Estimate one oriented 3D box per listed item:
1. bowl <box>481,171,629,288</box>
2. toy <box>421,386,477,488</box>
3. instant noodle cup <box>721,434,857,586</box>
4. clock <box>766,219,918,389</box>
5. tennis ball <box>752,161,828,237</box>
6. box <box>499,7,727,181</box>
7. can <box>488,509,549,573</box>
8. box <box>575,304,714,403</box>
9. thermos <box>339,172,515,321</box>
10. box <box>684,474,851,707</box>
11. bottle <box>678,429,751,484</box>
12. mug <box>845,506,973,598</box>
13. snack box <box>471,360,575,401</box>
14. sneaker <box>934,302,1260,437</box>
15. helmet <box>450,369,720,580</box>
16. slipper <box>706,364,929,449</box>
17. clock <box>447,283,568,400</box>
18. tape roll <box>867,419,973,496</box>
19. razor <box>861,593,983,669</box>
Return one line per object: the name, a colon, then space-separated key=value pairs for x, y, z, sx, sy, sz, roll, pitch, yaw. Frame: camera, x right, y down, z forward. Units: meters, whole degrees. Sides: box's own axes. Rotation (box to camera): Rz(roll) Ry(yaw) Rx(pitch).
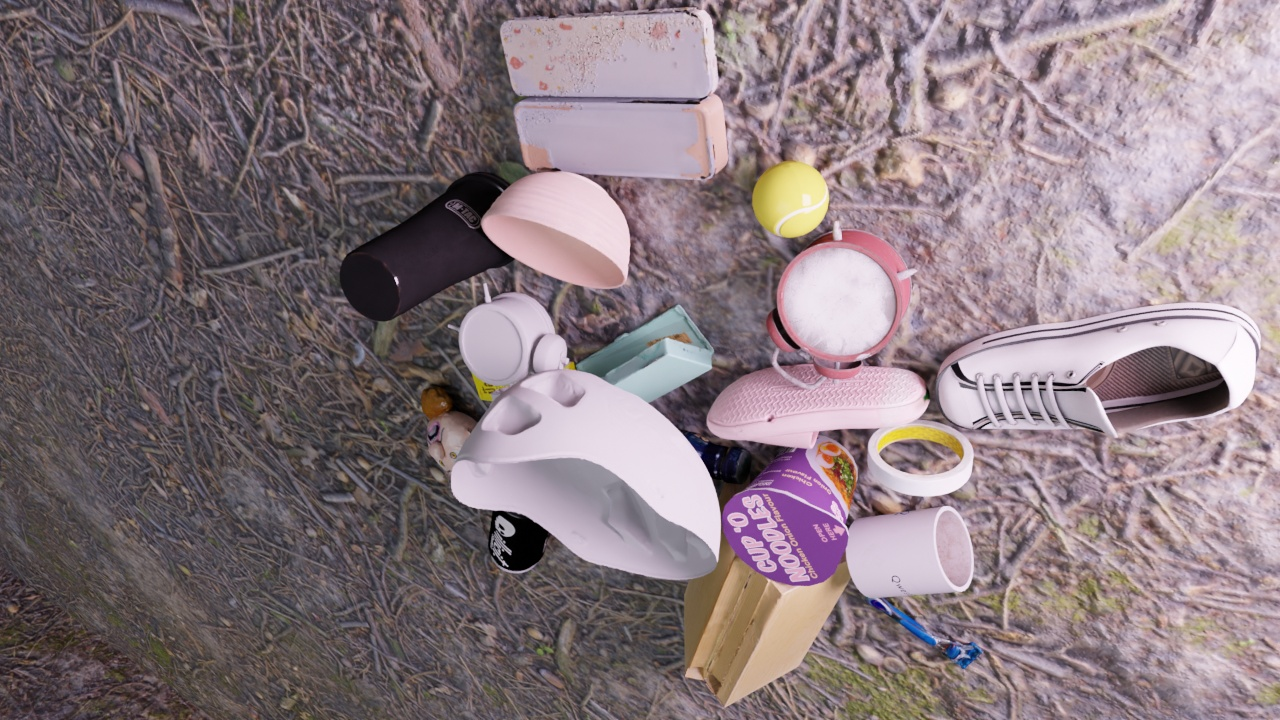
bowl: x=-0.073 y=-0.137 z=0.908 sx=0.153 sy=0.076 sz=0.153 roll=20 pitch=166 yaw=5
toy: x=-0.244 y=0.114 z=1.228 sx=0.133 sy=0.076 sz=0.176 roll=-28 pitch=96 yaw=43
instant noodle cup: x=0.169 y=0.141 z=0.933 sx=0.137 sy=0.121 sz=0.122 roll=-20 pitch=109 yaw=41
clock: x=0.175 y=-0.044 z=0.831 sx=0.110 sy=0.061 sz=0.157 roll=33 pitch=121 yaw=9
tennis ball: x=0.130 y=-0.139 z=0.794 sx=0.065 sy=0.065 sz=0.065 roll=18 pitch=130 yaw=22
box: x=-0.027 y=-0.245 z=0.846 sx=0.217 sy=0.042 sz=0.151 roll=10 pitch=122 yaw=28
can: x=-0.161 y=0.218 z=1.238 sx=0.080 sy=0.080 sz=0.146 roll=29 pitch=135 yaw=13
box: x=-0.005 y=0.002 z=1.017 sx=0.077 sy=0.079 sz=0.189 roll=17 pitch=147 yaw=-35
thermos: x=-0.207 y=-0.115 z=0.937 sx=0.106 sy=0.218 sz=0.106 roll=12 pitch=121 yaw=21
box: x=0.126 y=0.276 z=1.062 sx=0.184 sy=0.141 sz=0.249 roll=31 pitch=134 yaw=20
bottle: x=0.045 y=0.106 z=1.037 sx=0.161 sy=0.056 sz=0.056 roll=8 pitch=126 yaw=29
mug: x=0.285 y=0.204 z=0.942 sx=0.097 sy=0.083 sz=0.119 roll=-18 pitch=139 yaw=41
snack box: x=-0.141 y=0.025 z=1.124 sx=0.149 sy=0.025 sz=0.061 roll=6 pitch=124 yaw=30
sneaker: x=0.356 y=0.027 z=0.742 sx=0.246 sy=0.096 sz=0.091 roll=-9 pitch=116 yaw=37
helmet: x=-0.040 y=0.130 z=0.941 sx=0.282 sy=0.183 sz=0.225 roll=39 pitch=154 yaw=2
slipper: x=0.165 y=0.047 z=0.883 sx=0.222 sy=0.106 sz=0.056 roll=-6 pitch=119 yaw=30
clock: x=-0.142 y=-0.008 z=1.058 sx=0.159 sy=0.060 sz=0.120 roll=50 pitch=119 yaw=7
tape roll: x=0.260 y=0.089 z=0.855 sx=0.094 sy=0.093 sz=0.019 roll=11 pitch=127 yaw=27
razor: x=0.309 y=0.300 z=1.029 sx=0.141 sy=0.018 sz=0.044 roll=31 pitch=134 yaw=11
